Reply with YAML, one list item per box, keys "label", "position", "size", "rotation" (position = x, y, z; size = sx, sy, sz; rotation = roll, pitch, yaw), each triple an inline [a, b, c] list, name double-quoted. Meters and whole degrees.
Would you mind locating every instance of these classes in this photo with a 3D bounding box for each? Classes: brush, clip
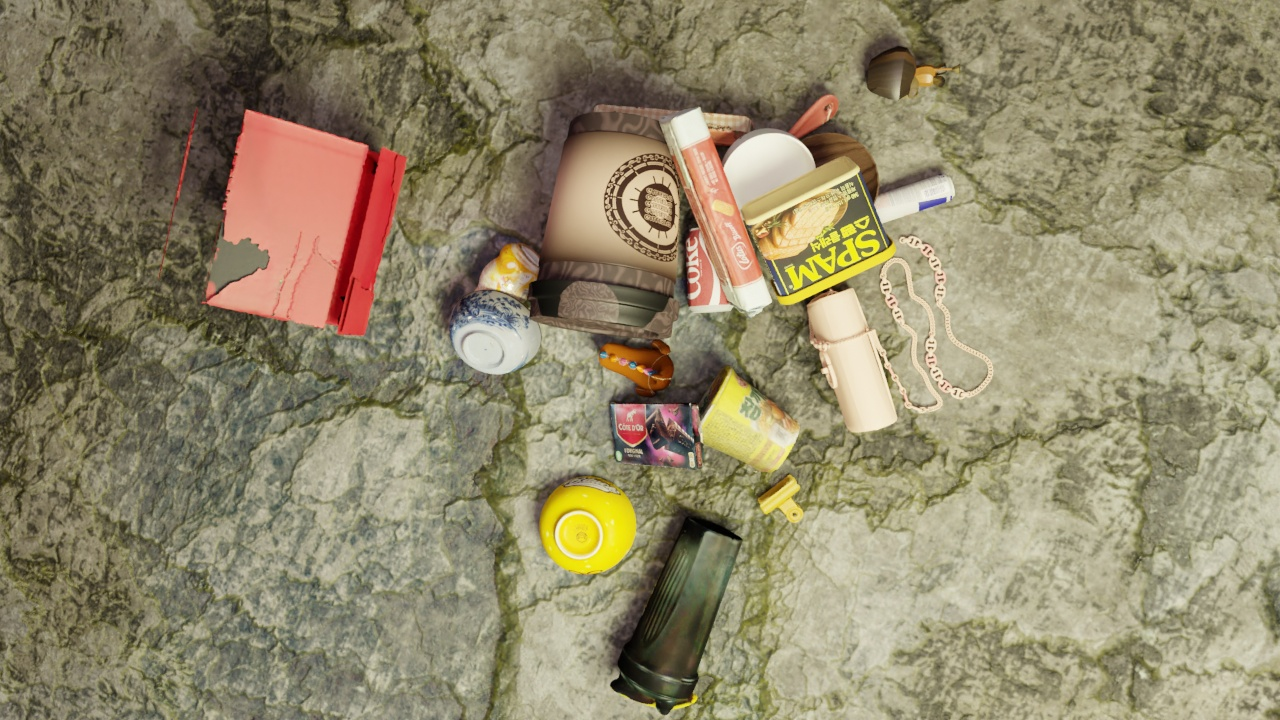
- label: "brush"
  position: [0.154, -0.249, 1.062]
  size: [0.172, 0.041, 0.030]
  rotation: [-40, 46, 8]
- label: "clip"
  position: [0.170, 0.167, 1.078]
  size: [0.054, 0.045, 0.048]
  rotation: [-38, 61, 6]

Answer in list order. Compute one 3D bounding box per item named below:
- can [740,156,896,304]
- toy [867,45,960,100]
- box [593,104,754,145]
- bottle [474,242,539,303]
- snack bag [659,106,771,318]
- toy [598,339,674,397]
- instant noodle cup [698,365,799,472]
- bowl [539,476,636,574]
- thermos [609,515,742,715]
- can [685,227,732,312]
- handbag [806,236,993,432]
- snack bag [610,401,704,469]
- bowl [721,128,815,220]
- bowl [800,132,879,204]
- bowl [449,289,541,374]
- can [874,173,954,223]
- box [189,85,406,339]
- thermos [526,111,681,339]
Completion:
- label: "can"
  position: [0.188, -0.141, 0.987]
  size: [0.135, 0.075, 0.104]
  rotation: [-25, 113, 10]
- label: "toy"
  position: [0.305, -0.320, 1.028]
  size: [0.100, 0.063, 0.076]
  rotation: [5, 56, 22]
- label: "box"
  position: [0.038, -0.276, 1.060]
  size: [0.187, 0.078, 0.054]
  rotation: [6, 119, 6]
- label: "bottle"
  position: [-0.165, -0.089, 1.101]
  size: [0.109, 0.063, 0.063]
  rotation: [-43, 86, 18]
- label: "snack bag"
  position: [0.080, -0.159, 0.982]
  size: [0.041, 0.077, 0.225]
  rotation: [-26, 107, -4]
- label: "toy"
  position: [-0.006, 0.006, 1.063]
  size: [0.090, 0.103, 0.070]
  rotation: [19, 95, 0]
- label: "instant noodle cup"
  position: [0.119, 0.073, 1.053]
  size: [0.108, 0.102, 0.102]
  rotation: [31, 95, -3]
- label: "bowl"
  position: [-0.067, 0.201, 1.093]
  size: [0.117, 0.067, 0.117]
  rotation: [0, 92, 8]
- label: "thermos"
  position: [0.048, 0.297, 1.069]
  size: [0.098, 0.098, 0.221]
  rotation: [22, 90, 7]
- label: "can"
  position: [0.081, -0.105, 1.069]
  size: [0.054, 0.054, 0.096]
  rotation: [-2, 91, 8]
- label: "handbag"
  position: [0.285, -0.031, 1.010]
  size: [0.187, 0.116, 0.198]
  rotation: [-19, 89, 8]
- label: "snack bag"
  position: [0.017, 0.085, 1.055]
  size: [0.155, 0.018, 0.074]
  rotation: [-4, 93, 53]
- label: "bowl"
  position: [0.138, -0.208, 1.021]
  size: [0.105, 0.054, 0.105]
  rotation: [-2, 118, -3]
- label: "bowl"
  position: [0.214, -0.198, 1.052]
  size: [0.119, 0.032, 0.119]
  rotation: [1, 92, 20]
- label: "bowl"
  position: [-0.178, -0.024, 1.084]
  size: [0.114, 0.045, 0.114]
  rotation: [7, 128, 9]
- label: "can"
  position: [0.306, -0.183, 1.045]
  size: [0.095, 0.032, 0.032]
  rotation: [-18, 89, 8]
- label: "box"
  position: [-0.331, -0.133, 0.956]
  size: [0.107, 0.409, 0.211]
  rotation: [15, 94, -5]
- label: "thermos"
  position: [-0.031, -0.148, 1.033]
  size: [0.173, 0.172, 0.226]
  rotation: [7, 86, 8]
